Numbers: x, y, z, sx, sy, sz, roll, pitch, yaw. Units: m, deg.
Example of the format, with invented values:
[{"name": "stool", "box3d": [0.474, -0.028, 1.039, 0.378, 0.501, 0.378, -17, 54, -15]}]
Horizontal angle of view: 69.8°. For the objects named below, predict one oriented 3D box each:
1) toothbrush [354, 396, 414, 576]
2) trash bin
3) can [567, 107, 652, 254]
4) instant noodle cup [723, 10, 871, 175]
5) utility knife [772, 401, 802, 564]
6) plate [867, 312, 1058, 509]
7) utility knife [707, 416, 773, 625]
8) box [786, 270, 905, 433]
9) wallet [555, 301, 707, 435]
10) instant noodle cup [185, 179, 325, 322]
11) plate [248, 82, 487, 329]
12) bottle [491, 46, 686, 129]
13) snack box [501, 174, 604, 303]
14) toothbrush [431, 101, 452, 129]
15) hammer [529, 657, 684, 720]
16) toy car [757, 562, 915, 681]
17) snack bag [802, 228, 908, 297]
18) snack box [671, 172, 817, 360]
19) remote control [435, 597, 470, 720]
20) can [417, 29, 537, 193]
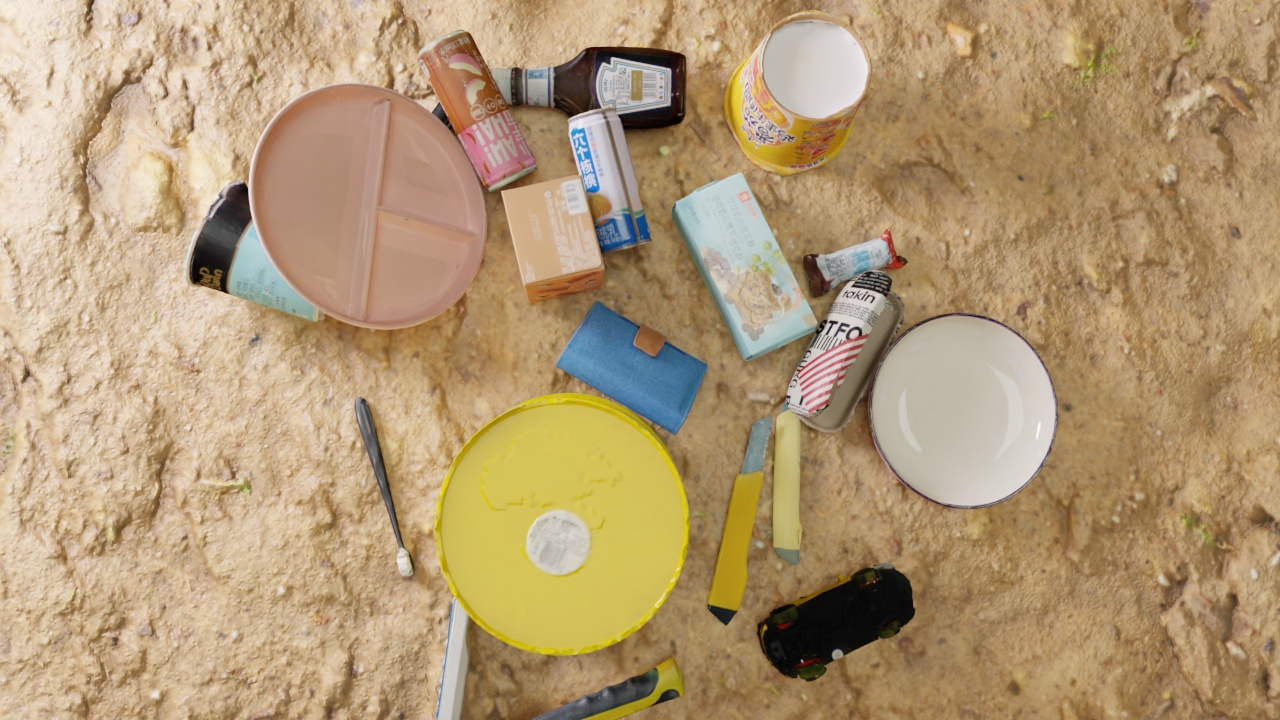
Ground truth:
[{"name": "toothbrush", "box3d": [-0.248, 0.121, 0.886, 0.015, 0.018, 0.181, -17, 83, -2]}, {"name": "trash bin", "box3d": [-0.062, 0.131, 0.775, 0.229, 0.255, 0.229, 0, 83, -4]}, {"name": "can", "box3d": [-0.031, -0.175, 0.898, 0.053, 0.053, 0.134, -16, 98, -5]}, {"name": "instant noodle cup", "box3d": [0.160, -0.268, 0.906, 0.138, 0.110, 0.138, 0, 84, -4]}, {"name": "utility knife", "box3d": [0.147, 0.116, 0.908, 0.031, 0.018, 0.167, 5, 85, -7]}, {"name": "plate", "box3d": [0.314, 0.050, 0.911, 0.192, 0.039, 0.192, 1, 85, -6]}, {"name": "utility knife", "box3d": [0.101, 0.155, 0.900, 0.033, 0.015, 0.209, 14, 86, -1]}, {"name": "box", "box3d": [0.208, -0.005, 0.906, 0.088, 0.076, 0.162, 32, 81, -32]}, {"name": "wallet", "box3d": [-0.005, 0.005, 0.878, 0.133, 0.106, 0.040, 30, 126, -1]}, {"name": "instant noodle cup", "box3d": [-0.343, -0.094, 0.866, 0.120, 0.111, 0.111, 25, 82, -9]}, {"name": "plate", "box3d": [-0.248, -0.141, 0.853, 0.229, 0.028, 0.229, 5, 82, -39]}, {"name": "bottle", "box3d": [-0.052, -0.276, 0.928, 0.195, 0.044, 0.080, 0, 93, -2]}, {"name": "snack box", "box3d": [-0.083, -0.114, 0.882, 0.077, 0.094, 0.092, -14, 85, -5]}, {"name": "toothbrush", "box3d": [-0.220, -0.211, 0.921, 0.026, 0.027, 0.212, 27, 81, 44]}, {"name": "hammer", "box3d": [-0.113, 0.348, 0.840, 0.323, 0.032, 0.126, -16, 124, -13]}, {"name": "toy car", "box3d": [0.190, 0.250, 0.883, 0.156, 0.041, 0.071, -25, 86, -4]}, {"name": "snack bag", "box3d": [0.218, -0.100, 0.932, 0.105, 0.026, 0.045, -19, 94, -4]}, {"name": "snack box", "box3d": [0.102, -0.092, 0.911, 0.074, 0.051, 0.175, -26, 86, -5]}, {"name": "remote control", "box3d": [-0.171, 0.277, 0.855, 0.024, 0.049, 0.125, 7, 84, -5]}, {"name": "can", "box3d": [-0.158, -0.241, 0.892, 0.058, 0.058, 0.147, -29, 102, -6]}]
